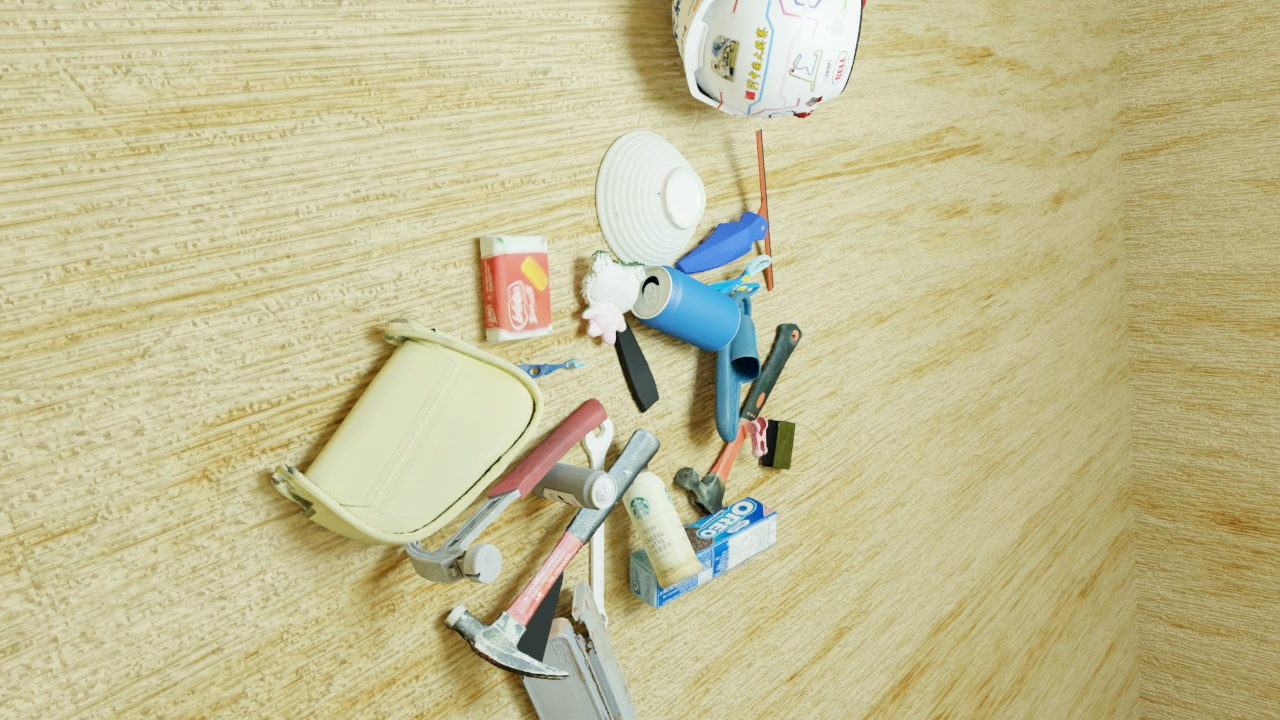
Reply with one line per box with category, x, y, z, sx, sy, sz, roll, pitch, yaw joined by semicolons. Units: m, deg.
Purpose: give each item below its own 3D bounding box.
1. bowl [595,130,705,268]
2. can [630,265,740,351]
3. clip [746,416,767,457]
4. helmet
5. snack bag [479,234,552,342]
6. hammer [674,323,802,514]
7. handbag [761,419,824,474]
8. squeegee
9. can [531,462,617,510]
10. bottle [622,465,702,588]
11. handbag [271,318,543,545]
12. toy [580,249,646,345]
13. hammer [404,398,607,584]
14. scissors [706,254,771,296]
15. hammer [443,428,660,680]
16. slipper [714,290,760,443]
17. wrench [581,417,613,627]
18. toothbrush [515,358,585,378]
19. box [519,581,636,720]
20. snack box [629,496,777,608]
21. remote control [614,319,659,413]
bowl;0.031;-0.200;1.142;0.177;0.071;0.177;-4;96;-46
can;0.059;-0.066;1.175;0.146;0.079;0.079;21;78;-45
clip;0.170;0.108;1.307;0.037;0.022;0.058;-19;110;-48
helmet;0.159;-0.438;1.144;0.232;0.236;0.313;97;11;-46
snack bag;-0.135;-0.080;1.002;0.076;0.036;0.116;-10;100;-46
hammer;0.160;0.076;1.330;0.133;0.033;0.332;49;58;-35
handbag;0.244;0.136;1.432;0.177;0.027;0.084;13;83;-52
squeegee;0.122;-0.162;1.250;0.184;0.055;0.250;-32;130;-27
can;-0.077;0.139;1.027;0.043;0.107;0.044;-4;96;-46
bottle;0.018;0.195;1.126;0.056;0.057;0.162;-10;69;-46
handbag;-0.220;0.080;0.898;0.191;0.089;0.232;41;63;-20
toy;-0.040;-0.075;1.101;0.095;0.041;0.109;15;89;-45
hammer;-0.129;0.128;0.991;0.314;0.126;0.036;-45;124;-49
scissors;0.133;-0.109;1.260;0.131;0.019;0.105;-10;139;-46
hammer;-0.068;0.209;1.042;0.140;0.036;0.325;36;59;3
slipper;0.137;0.009;1.254;0.104;0.059;0.213;52;43;-66
wrench;-0.053;0.203;1.128;0.047;0.009;0.273;-4;96;-46
toothbrush;-0.114;0.011;1.045;0.132;0.016;0.021;-11;98;-46
box;-0.076;0.382;1.092;0.105;0.096;0.216;-20;113;-3
snack box;0.086;0.252;1.219;0.225;0.059;0.059;-18;118;-35
remote control;-0.007;0.007;1.161;0.039;0.010;0.125;-41;120;-37
